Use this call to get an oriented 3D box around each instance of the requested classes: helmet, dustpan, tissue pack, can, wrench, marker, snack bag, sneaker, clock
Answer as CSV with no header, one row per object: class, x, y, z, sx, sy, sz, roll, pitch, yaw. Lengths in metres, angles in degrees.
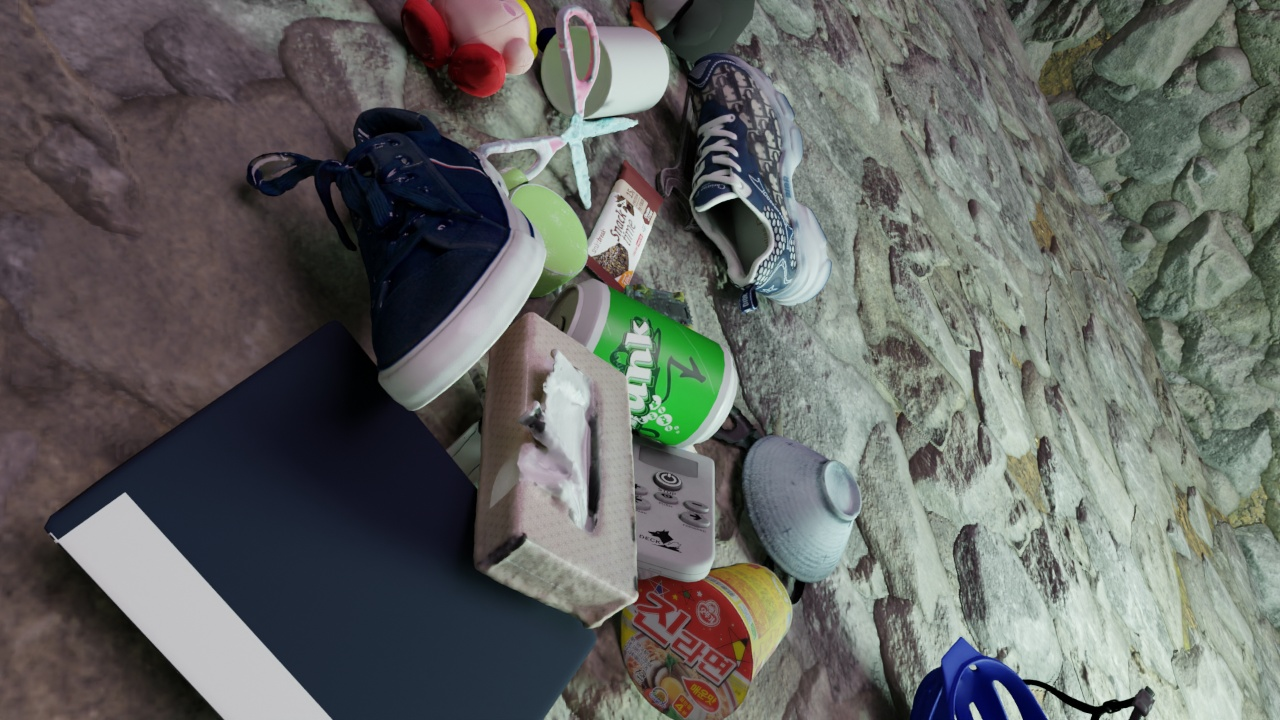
helmet,0.335,0.344,0.760,0.147,0.228,0.241,-24,84,-43
dustpan,-0.135,0.100,0.515,0.236,0.080,0.272,53,44,-11
tissue pack,-0.046,0.052,0.540,0.104,0.071,0.181,37,33,-31
can,-0.004,0.004,0.681,0.140,0.088,0.087,26,48,-23
wrench,0.055,-0.241,0.987,0.070,0.010,0.272,36,44,-29
marker,-0.102,0.021,0.600,0.011,0.011,0.152,11,40,-45
snack bag,-0.014,-0.122,0.828,0.057,0.013,0.157,42,41,-21
sneaker,-0.141,-0.082,0.517,0.127,0.121,0.294,43,12,-31
sneaker,0.094,-0.178,0.910,0.132,0.103,0.269,-17,88,-51
clock,-0.088,-0.096,0.703,0.119,0.043,0.094,33,44,-31

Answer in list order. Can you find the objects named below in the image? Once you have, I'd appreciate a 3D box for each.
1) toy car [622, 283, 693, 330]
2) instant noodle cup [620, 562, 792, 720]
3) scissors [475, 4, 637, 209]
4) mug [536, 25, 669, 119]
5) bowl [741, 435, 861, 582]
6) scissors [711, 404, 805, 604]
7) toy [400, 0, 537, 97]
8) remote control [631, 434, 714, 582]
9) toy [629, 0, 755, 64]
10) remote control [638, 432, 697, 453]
toy car,0.012,-0.041,0.795,0.089,0.027,0.038,6,65,-48
instant noodle cup,0.057,0.190,0.653,0.112,0.101,0.100,-1,68,-59
scissors,-0.067,-0.194,0.748,0.176,0.013,0.171,-33,135,-31
mug,-0.044,-0.276,0.849,0.112,0.079,0.096,38,34,17
bowl,0.156,0.121,0.808,0.137,0.057,0.136,26,50,-35
scissors,0.106,0.114,0.817,0.201,0.015,0.205,25,50,-36
toy,-0.131,-0.270,0.753,0.124,0.097,0.131,31,51,8
remote control,0.016,0.099,0.649,0.074,0.019,0.150,17,23,-3
toy,0.100,-0.417,0.997,0.140,0.185,0.158,30,45,-28
remote control,0.006,0.041,0.744,0.038,0.018,0.125,-30,89,-53
